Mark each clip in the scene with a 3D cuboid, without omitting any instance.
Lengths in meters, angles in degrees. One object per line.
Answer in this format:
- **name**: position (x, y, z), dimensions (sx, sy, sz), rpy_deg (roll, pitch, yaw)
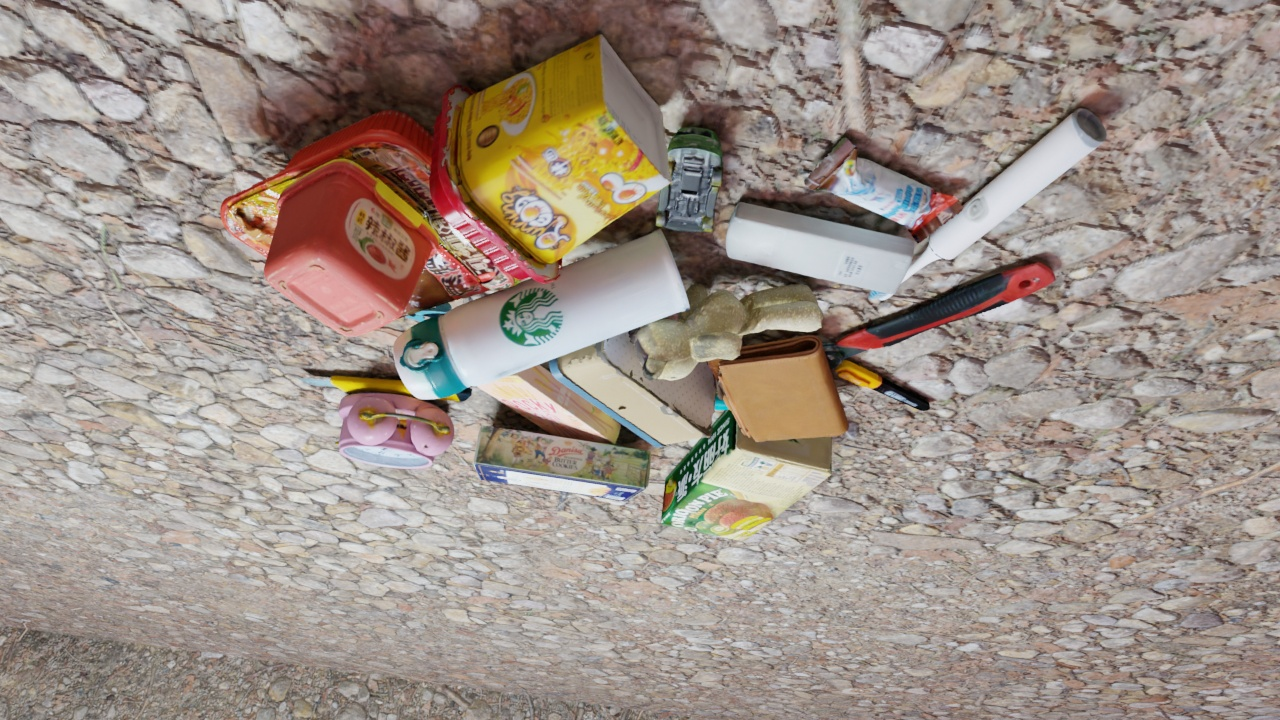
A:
- **clip**: position (-0.200, -0.045, 0.841), dimensions (0.055, 0.013, 0.034), rpy_deg (10, 149, -4)

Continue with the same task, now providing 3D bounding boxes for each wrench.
- **wrench**: position (0.216, -0.029, 0.786), dimensions (0.274, 0.016, 0.056), rpy_deg (-20, 141, 39)

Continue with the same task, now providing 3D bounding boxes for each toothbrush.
- **toothbrush**: position (0.234, -0.098, 0.654), dimensions (0.026, 0.026, 0.222), rpy_deg (-1, 155, -26)

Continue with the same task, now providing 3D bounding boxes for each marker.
- **marker**: position (0.233, 0.026, 0.876), dimensions (0.123, 0.015, 0.018), rpy_deg (23, 150, -28)

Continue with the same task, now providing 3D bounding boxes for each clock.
- **clock**: position (-0.265, 0.075, 0.990), dimensions (0.117, 0.059, 0.159), rpy_deg (15, 157, -24)

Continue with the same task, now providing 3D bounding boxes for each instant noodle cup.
- **instant noodle cup**: position (-0.054, -0.130, 0.583), dimensions (0.124, 0.115, 0.116), rpy_deg (-24, 139, 24)
- **instant noodle cup**: position (-0.187, -0.105, 0.672), dimensions (0.189, 0.079, 0.164), rpy_deg (-14, 144, 28)

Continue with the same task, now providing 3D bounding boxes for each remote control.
- **remote control**: position (0.131, -0.084, 0.684), dimensions (0.135, 0.019, 0.056), rpy_deg (14, 155, 7)

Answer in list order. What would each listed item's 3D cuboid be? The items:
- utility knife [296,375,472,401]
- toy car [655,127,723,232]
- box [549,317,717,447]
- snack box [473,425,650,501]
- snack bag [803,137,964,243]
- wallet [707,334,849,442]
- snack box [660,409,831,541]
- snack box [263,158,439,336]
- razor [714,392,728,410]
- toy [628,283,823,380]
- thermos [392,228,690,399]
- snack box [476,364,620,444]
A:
- **utility knife**: position (-0.270, 0.026, 0.974), dimensions (0.190, 0.015, 0.033), rpy_deg (4, 153, 4)
- **toy car**: position (0.035, -0.123, 0.640), dimensions (0.043, 0.036, 0.091), rpy_deg (6, 149, -1)
- **box**: position (-0.005, 0.005, 0.816), dimensions (0.063, 0.089, 0.184), rpy_deg (-17, 140, 36)
- **snack box**: position (-0.090, 0.118, 1.020), dimensions (0.182, 0.045, 0.178), rpy_deg (10, 166, -6)
- **snack bag**: position (0.168, -0.116, 0.636), dimensions (0.104, 0.026, 0.048), rpy_deg (20, 139, -22)
- **wallet**: position (0.128, 0.031, 0.852), dimensions (0.108, 0.031, 0.132), rpy_deg (-8, 139, 21)
- **snack box**: position (0.113, 0.132, 1.033), dimensions (0.114, 0.063, 0.241), rpy_deg (13, 149, -11)
- **snack box**: position (-0.187, -0.068, 0.586), dimensions (0.082, 0.080, 0.091), rpy_deg (-18, 138, 31)
- **razor**: position (0.120, 0.043, 0.913), dimensions (0.132, 0.028, 0.043), rpy_deg (0, 135, 6)
- **toy**: position (0.071, -0.025, 0.741), dimensions (0.157, 0.105, 0.066), rpy_deg (-16, 130, -3)
- **thermos**: position (-0.078, -0.032, 0.706), dimensions (0.224, 0.073, 0.073), rpy_deg (-20, 147, 1)
- **snack box**: position (-0.098, 0.041, 0.936), dimensions (0.085, 0.026, 0.157), rpy_deg (0, 153, 40)
